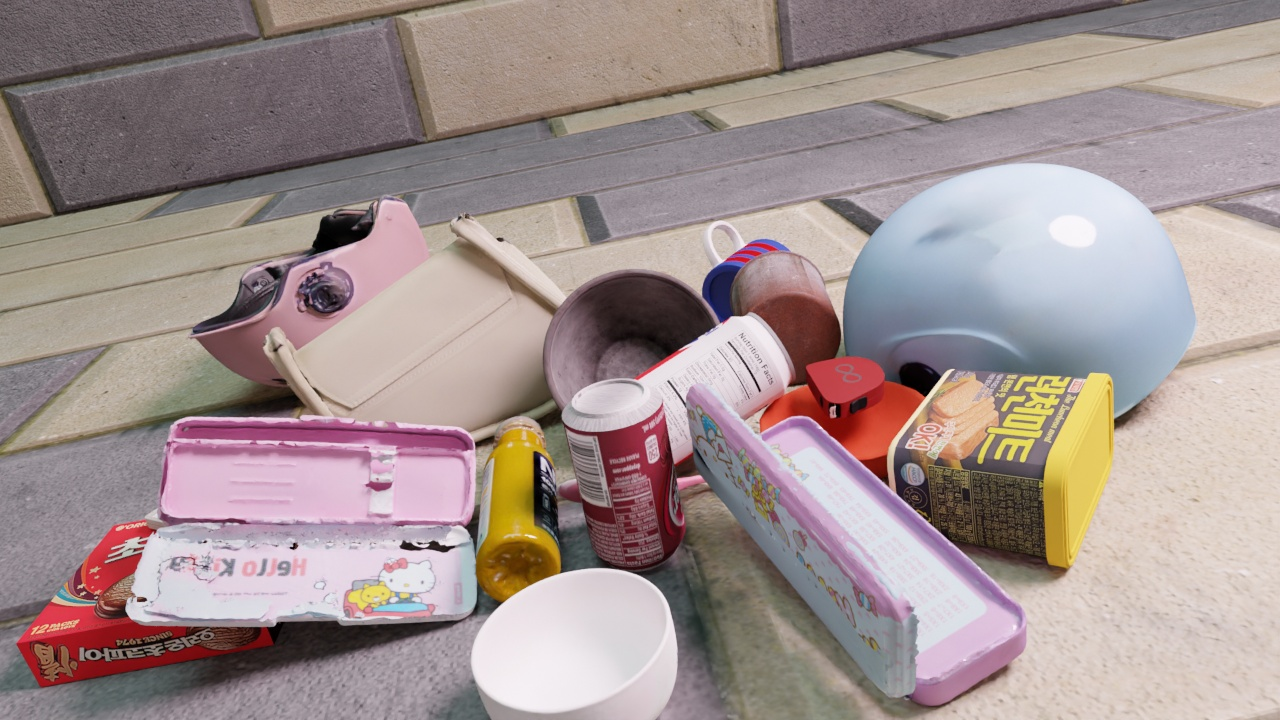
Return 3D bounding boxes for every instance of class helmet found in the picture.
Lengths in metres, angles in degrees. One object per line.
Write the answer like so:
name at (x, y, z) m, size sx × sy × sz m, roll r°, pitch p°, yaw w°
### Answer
helmet at (-0.331, -0.058, 0.967) m, size 0.230 × 0.152 × 0.254 m, roll 0°, pitch 36°, yaw 48°
helmet at (0.275, -0.063, 0.718) m, size 0.266 × 0.167 × 0.224 m, roll 0°, pitch 33°, yaw 45°

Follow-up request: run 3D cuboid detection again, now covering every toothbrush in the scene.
toothbrush at (0.009, 0.088, 0.640) m, size 0.135 × 0.022 × 0.016 m, roll -2°, pitch 27°, yaw -15°

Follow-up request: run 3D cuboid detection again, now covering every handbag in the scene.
handbag at (-0.179, -0.014, 0.801) m, size 0.229 × 0.184 × 0.132 m, roll -36°, pitch 26°, yaw -10°

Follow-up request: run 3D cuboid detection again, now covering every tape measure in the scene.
tape measure at (0.152, 0.020, 0.666) m, size 0.051 × 0.019 × 0.059 m, roll -10°, pitch 30°, yaw -3°

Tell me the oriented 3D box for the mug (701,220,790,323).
mug at (0.101, -0.089, 0.920) m, size 0.075 × 0.112 × 0.076 m, roll -37°, pitch 1°, yaw 43°

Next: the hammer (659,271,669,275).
hammer at (0.015, -0.036, 0.941) m, size 0.119 × 0.031 × 0.330 m, roll -15°, pitch 18°, yaw 7°

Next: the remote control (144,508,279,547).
remote control at (-0.293, 0.111, 0.657) m, size 0.136 × 0.011 × 0.050 m, roll 3°, pitch 27°, yaw 29°

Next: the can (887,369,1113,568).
can at (0.226, 0.059, 0.572) m, size 0.101 × 0.072 × 0.130 m, roll 5°, pitch 28°, yaw 37°

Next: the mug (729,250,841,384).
mug at (0.115, -0.029, 0.820) m, size 0.123 × 0.096 × 0.110 m, roll -43°, pitch 11°, yaw 19°

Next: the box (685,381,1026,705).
box at (0.106, 0.079, 0.507) m, size 0.089 × 0.093 × 0.214 m, roll -26°, pitch 35°, yaw -12°

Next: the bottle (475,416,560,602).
bottle at (-0.085, 0.095, 0.647) m, size 0.053 × 0.053 × 0.186 m, roll -12°, pitch 23°, yaw -2°

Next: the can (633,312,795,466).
can at (0.042, 0.025, 0.674) m, size 0.132 × 0.070 × 0.070 m, roll -32°, pitch 27°, yaw -8°

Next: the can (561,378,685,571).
can at (-0.009, 0.073, 0.586) m, size 0.063 × 0.114 × 0.063 m, roll -9°, pitch 23°, yaw 4°

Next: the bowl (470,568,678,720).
bowl at (-0.030, 0.160, 0.474) m, size 0.105 × 0.054 × 0.104 m, roll -11°, pitch 24°, yaw 5°

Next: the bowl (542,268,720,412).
bowl at (-0.004, 0.004, 0.752) m, size 0.145 × 0.145 × 0.067 m, roll -12°, pitch -14°, yaw -3°

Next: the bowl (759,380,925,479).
bowl at (0.148, 0.055, 0.659) m, size 0.122 × 0.035 × 0.121 m, roll -9°, pitch 23°, yaw 4°

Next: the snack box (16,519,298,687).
snack box at (-0.314, 0.152, 0.636) m, size 0.152 × 0.036 × 0.132 m, roll -10°, pitch 23°, yaw 1°

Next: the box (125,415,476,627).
box at (-0.209, 0.107, 0.600) m, size 0.201 × 0.059 × 0.155 m, roll 4°, pitch 55°, yaw -15°
